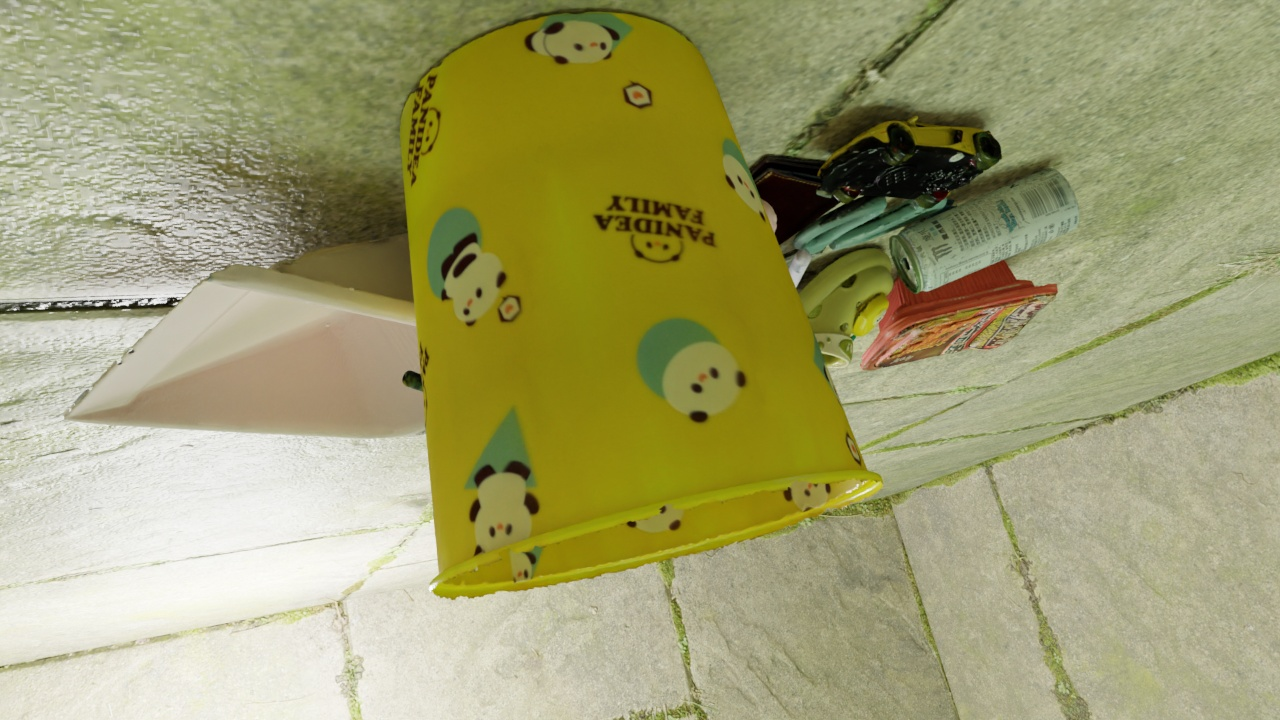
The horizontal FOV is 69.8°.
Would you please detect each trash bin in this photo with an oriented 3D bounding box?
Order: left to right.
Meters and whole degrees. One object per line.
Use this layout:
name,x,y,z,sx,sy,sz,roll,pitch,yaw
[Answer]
trash bin,-0.020,-0.024,0.497,0.229,0.255,0.230,-13,164,-4

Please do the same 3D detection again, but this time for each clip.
clip,0.258,-0.124,0.816,0.024,0.029,0.057,-10,153,-20

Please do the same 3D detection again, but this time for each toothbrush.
toothbrush,-0.114,0.034,0.675,0.017,0.012,0.185,-8,163,24
toothbrush,0.133,-0.073,0.812,0.029,0.021,0.189,-10,174,1

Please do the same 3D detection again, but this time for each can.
can,0.292,-0.110,0.782,0.147,0.058,0.058,-23,163,3

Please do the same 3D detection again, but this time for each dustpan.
dustpan,-0.190,0.015,0.612,0.223,0.139,0.272,-27,-177,40

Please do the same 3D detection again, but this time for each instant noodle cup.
instant noodle cup,0.329,-0.052,0.993,0.188,0.079,0.165,-14,163,-5

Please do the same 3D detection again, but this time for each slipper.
slipper,0.175,-0.024,0.886,0.191,0.081,0.091,-39,159,7

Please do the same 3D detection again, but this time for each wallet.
wallet,0.097,-0.115,0.709,0.096,0.020,0.123,2,158,-32

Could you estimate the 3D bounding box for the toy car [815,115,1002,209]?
toy car,0.191,-0.143,0.653,0.155,0.041,0.071,-6,161,-31

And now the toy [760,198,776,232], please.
toy,0.023,-0.063,0.650,0.159,0.121,0.054,-9,-168,-11

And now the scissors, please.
scissors,0.164,-0.106,0.753,0.173,0.019,0.179,-20,174,19
